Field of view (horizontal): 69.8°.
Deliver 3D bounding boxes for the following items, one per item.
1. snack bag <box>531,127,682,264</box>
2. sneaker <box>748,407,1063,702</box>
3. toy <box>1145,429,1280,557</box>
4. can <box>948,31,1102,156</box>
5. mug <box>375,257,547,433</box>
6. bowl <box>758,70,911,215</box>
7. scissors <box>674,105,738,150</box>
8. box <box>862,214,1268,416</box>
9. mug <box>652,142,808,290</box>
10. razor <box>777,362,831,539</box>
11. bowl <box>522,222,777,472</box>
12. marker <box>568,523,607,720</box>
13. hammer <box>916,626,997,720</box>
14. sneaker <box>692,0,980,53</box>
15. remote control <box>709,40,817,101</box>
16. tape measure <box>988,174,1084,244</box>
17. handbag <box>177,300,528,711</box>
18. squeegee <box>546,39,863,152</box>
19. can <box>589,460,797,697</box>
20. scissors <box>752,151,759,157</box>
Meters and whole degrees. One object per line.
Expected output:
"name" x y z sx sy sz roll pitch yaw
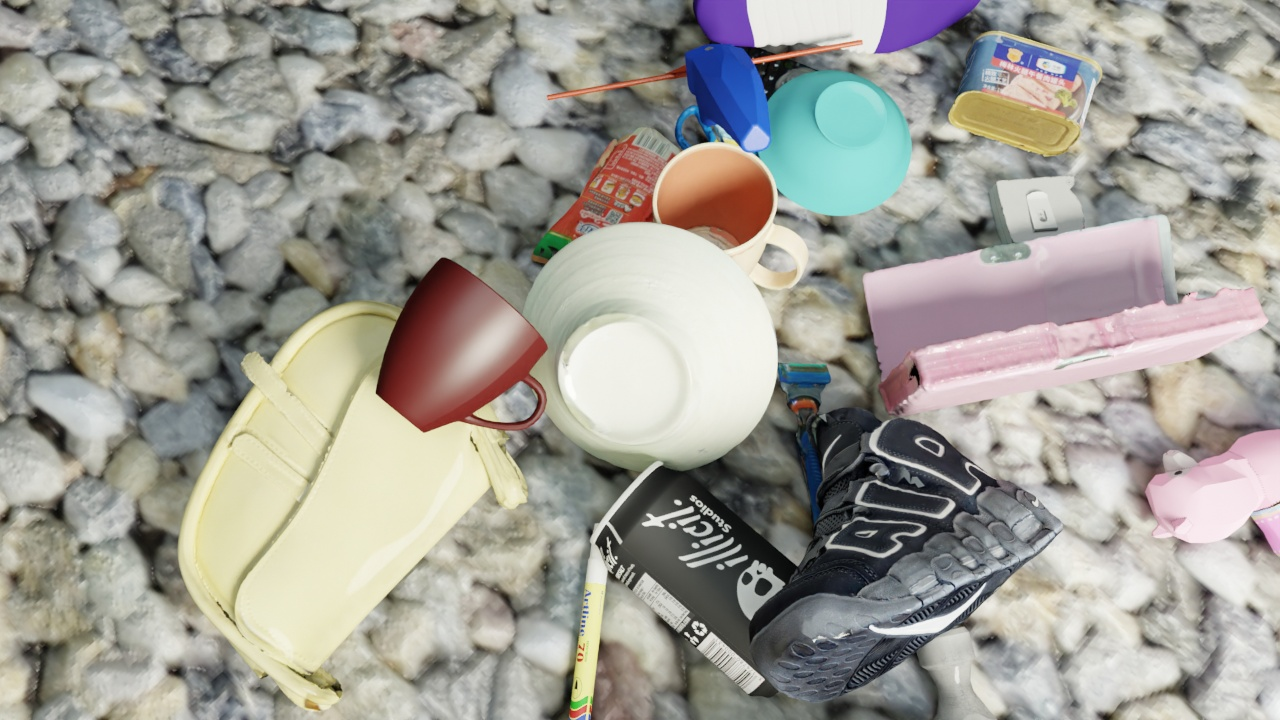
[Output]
"snack bag" -0.028 -0.105 0.684 0.087 0.044 0.155 24 71 35
"sneaker" 0.135 0.093 0.551 0.251 0.097 0.151 -10 49 -42
"toy" 0.421 0.097 0.599 0.157 0.067 0.123 -23 74 -2
"can" 0.296 -0.205 0.709 0.100 0.054 0.059 20 74 8
"mug" -0.109 0.007 0.566 0.114 0.087 0.088 44 78 -22
"bowl" 0.152 -0.175 0.691 0.121 0.046 0.121 1 78 -3
"scissors" 0.070 -0.147 0.700 0.061 0.023 0.126 -20 76 -10
"box" 0.278 -0.041 0.633 0.232 0.099 0.112 -11 76 -1
"mug" 0.063 -0.084 0.645 0.111 0.104 0.085 24 73 8
"razor" 0.118 0.070 0.637 0.043 0.018 0.140 3 72 -24
"bowl" -0.003 0.003 0.589 0.177 0.057 0.177 5 110 13
"marker" -0.033 0.174 0.606 0.014 0.014 0.132 6 71 3
"hammer" 0.067 0.261 0.566 0.312 0.035 0.139 -9 73 -2
"sneaker" 0.154 -0.318 0.739 0.244 0.092 0.111 -5 55 -8
"remote control" 0.116 -0.217 0.734 0.140 0.021 0.045 21 76 3
"tape measure" 0.301 -0.110 0.694 0.060 0.020 0.062 -4 71 -1
"handbag" -0.196 0.084 0.603 0.191 0.089 0.232 40 76 10
"squeegee" 0.059 -0.190 0.640 0.249 0.055 0.184 -10 36 -1
"can" 0.045 0.137 0.582 0.146 0.080 0.080 40 76 12
"scissors" 0.094 -0.144 0.715 0.130 0.014 0.115 37 72 8
